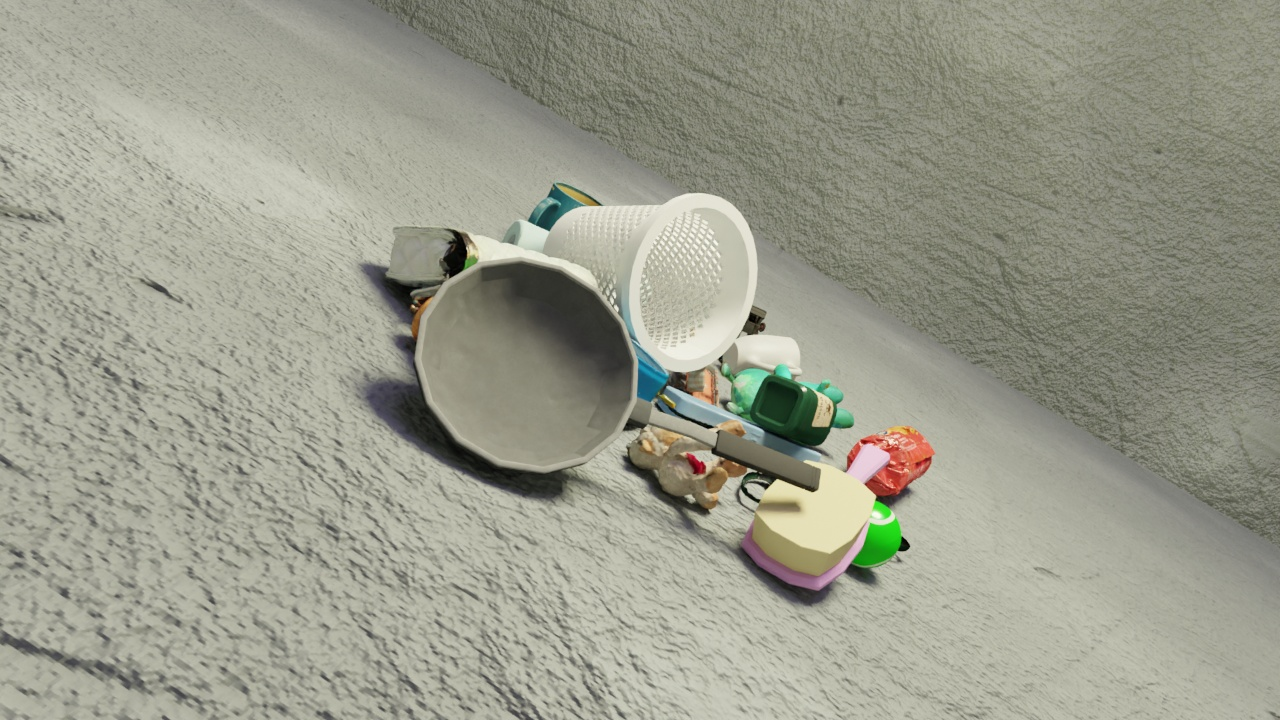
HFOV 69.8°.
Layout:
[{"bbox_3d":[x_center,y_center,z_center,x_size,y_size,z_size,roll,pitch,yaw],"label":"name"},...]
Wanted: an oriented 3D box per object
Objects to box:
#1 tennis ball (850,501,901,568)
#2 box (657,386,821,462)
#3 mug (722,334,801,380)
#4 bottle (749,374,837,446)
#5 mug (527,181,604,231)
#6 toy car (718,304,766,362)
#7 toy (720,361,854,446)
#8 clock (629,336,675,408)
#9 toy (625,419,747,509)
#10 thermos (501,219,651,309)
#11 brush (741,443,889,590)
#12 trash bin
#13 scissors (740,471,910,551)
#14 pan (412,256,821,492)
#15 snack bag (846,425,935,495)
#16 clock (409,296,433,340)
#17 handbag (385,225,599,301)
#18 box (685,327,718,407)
[{"bbox_3d":[0.218,0.167,0.885,0.065,0.065,0.065,28,17,-9],"label":"tennis ball"},{"bbox_3d":[0.111,0.083,1.031,0.209,0.037,0.066,24,5,-27],"label":"box"},{"bbox_3d":[0.170,0.003,1.255,0.089,0.071,0.107,6,12,-23],"label":"mug"},{"bbox_3d":[0.186,0.062,1.056,0.061,0.061,0.131,23,1,37],"label":"bottle"},{"bbox_3d":[-0.116,-0.187,1.280,0.084,0.104,0.112,39,21,27],"label":"mug"},{"bbox_3d":[0.145,-0.036,1.314,0.040,0.092,0.037,20,9,-33],"label":"toy car"},{"bbox_3d":[0.180,0.046,1.134,0.193,0.073,0.130,6,47,-24],"label":"toy"},{"bbox_3d":[-0.039,-0.003,0.906,0.161,0.060,0.116,37,8,-32],"label":"clock"},{"bbox_3d":[0.039,0.088,0.825,0.106,0.074,0.085,14,-21,18],"label":"toy"},{"bbox_3d":[-0.080,-0.116,1.202,0.206,0.065,0.077,21,46,-28],"label":"thermos"},{"bbox_3d":[0.178,0.123,0.840,0.089,0.043,0.228,27,36,25],"label":"brush"},{"bbox_3d":[-0.004,-0.104,1.071,0.195,0.195,0.200,14,3,-44],"label":"trash bin"},{"bbox_3d":[0.185,0.151,0.953,0.202,0.015,0.201,30,14,17],"label":"scissors"},{"bbox_3d":[-0.011,0.040,0.742,0.357,0.041,0.178,22,61,-14],"label":"pan"},{"bbox_3d":[0.322,0.126,1.168,0.082,0.082,0.176,37,19,22],"label":"snack bag"},{"bbox_3d":[-0.137,-0.021,0.815,0.157,0.073,0.121,38,18,26],"label":"clock"},{"bbox_3d":[-0.152,-0.084,0.938,0.139,0.072,0.194,9,-1,40],"label":"handbag"},{"bbox_3d":[0.074,0.014,1.135,0.048,0.085,0.186,-7,18,7],"label":"box"}]
